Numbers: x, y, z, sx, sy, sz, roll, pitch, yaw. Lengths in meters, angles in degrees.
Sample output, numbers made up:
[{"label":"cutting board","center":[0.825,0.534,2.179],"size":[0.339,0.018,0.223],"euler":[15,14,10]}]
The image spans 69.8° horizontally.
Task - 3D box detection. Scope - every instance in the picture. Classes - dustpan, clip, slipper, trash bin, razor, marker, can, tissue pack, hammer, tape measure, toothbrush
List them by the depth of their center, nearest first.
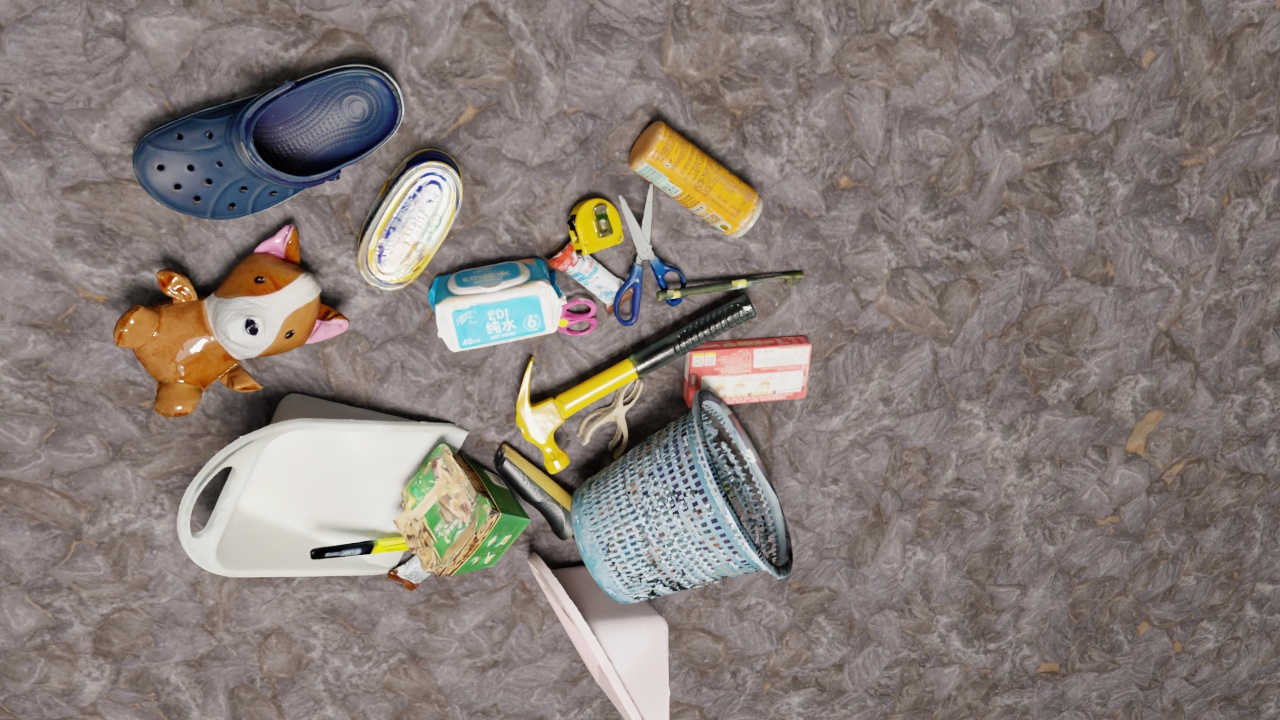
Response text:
[{"label":"slipper","center":[-0.336,-0.196,0.848],"size":[0.252,0.095,0.105],"euler":[-23,116,-7]},{"label":"can","center":[-0.232,-0.141,0.925],"size":[0.074,0.049,0.148],"euler":[29,106,-25]},{"label":"tissue pack","center":[-0.151,-0.063,0.961],"size":[0.140,0.090,0.063],"euler":[-12,118,-8]},{"label":"can","center":[0.059,-0.190,0.971],"size":[0.146,0.058,0.058],"euler":[31,105,-26]},{"label":"tape measure","center":[-0.047,-0.143,0.971],"size":[0.059,0.029,0.057],"euler":[-23,105,-33]},{"label":"dustpan","center":[-0.346,0.153,0.990],"size":[0.257,0.142,0.223],"euler":[23,108,-22]},{"label":"hammer","center":[-0.006,0.006,1.045],"size":[0.300,0.033,0.129],"euler":[-28,100,-1]},{"label":"trash bin","center":[0.037,0.173,1.048],"size":[0.195,0.226,0.226],"euler":[-27,120,17]},{"label":"toothbrush","center":[0.104,-0.083,1.048],"size":[0.185,0.012,0.017],"euler":[-9,129,-19]},{"label":"marker","center":[-0.320,0.217,1.054],"size":[0.124,0.015,0.018],"euler":[3,118,-45]},{"label":"clip","center":[-0.042,0.065,1.085],"size":[0.094,0.035,0.102],"euler":[1,111,-17]},{"label":"razor","center":[-0.111,0.160,1.109],"size":[0.167,0.062,0.067],"euler":[45,68,-23]},{"label":"dustpan","center":[-0.065,0.361,1.129],"size":[0.138,0.223,0.273],"euler":[-5,104,-26]}]

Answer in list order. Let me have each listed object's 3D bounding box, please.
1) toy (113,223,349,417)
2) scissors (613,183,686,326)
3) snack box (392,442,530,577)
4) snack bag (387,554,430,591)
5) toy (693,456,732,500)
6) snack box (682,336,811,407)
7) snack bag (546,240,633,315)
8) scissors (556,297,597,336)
[{"label":"toy","center":[-0.400,-0.038,0.898],"size":[0.199,0.130,0.140],"euler":[-26,114,-12]},{"label":"scissors","center":[0.011,-0.111,1.000],"size":[0.155,0.012,0.166],"euler":[8,117,-39]},{"label":"snack box","center":[-0.197,0.177,1.054],"size":[0.118,0.118,0.105],"euler":[-50,146,13]},{"label":"snack bag","center":[-0.258,0.243,1.120],"size":[0.105,0.026,0.045],"euler":[-41,127,8]},{"label":"toy","center":[0.073,0.159,1.163],"size":[0.096,0.031,0.100],"euler":[7,110,-14]},{"label":"snack box","center":[0.129,0.013,1.108],"size":[0.152,0.025,0.075],"euler":[-4,118,-12]},{"label":"snack bag","center":[-0.052,-0.093,1.009],"size":[0.048,0.026,0.104],"euler":[-41,118,12]},{"label":"scissors","center":[-0.114,-0.044,1.023],"size":[0.133,0.017,0.054],"euler":[-6,133,-8]}]
